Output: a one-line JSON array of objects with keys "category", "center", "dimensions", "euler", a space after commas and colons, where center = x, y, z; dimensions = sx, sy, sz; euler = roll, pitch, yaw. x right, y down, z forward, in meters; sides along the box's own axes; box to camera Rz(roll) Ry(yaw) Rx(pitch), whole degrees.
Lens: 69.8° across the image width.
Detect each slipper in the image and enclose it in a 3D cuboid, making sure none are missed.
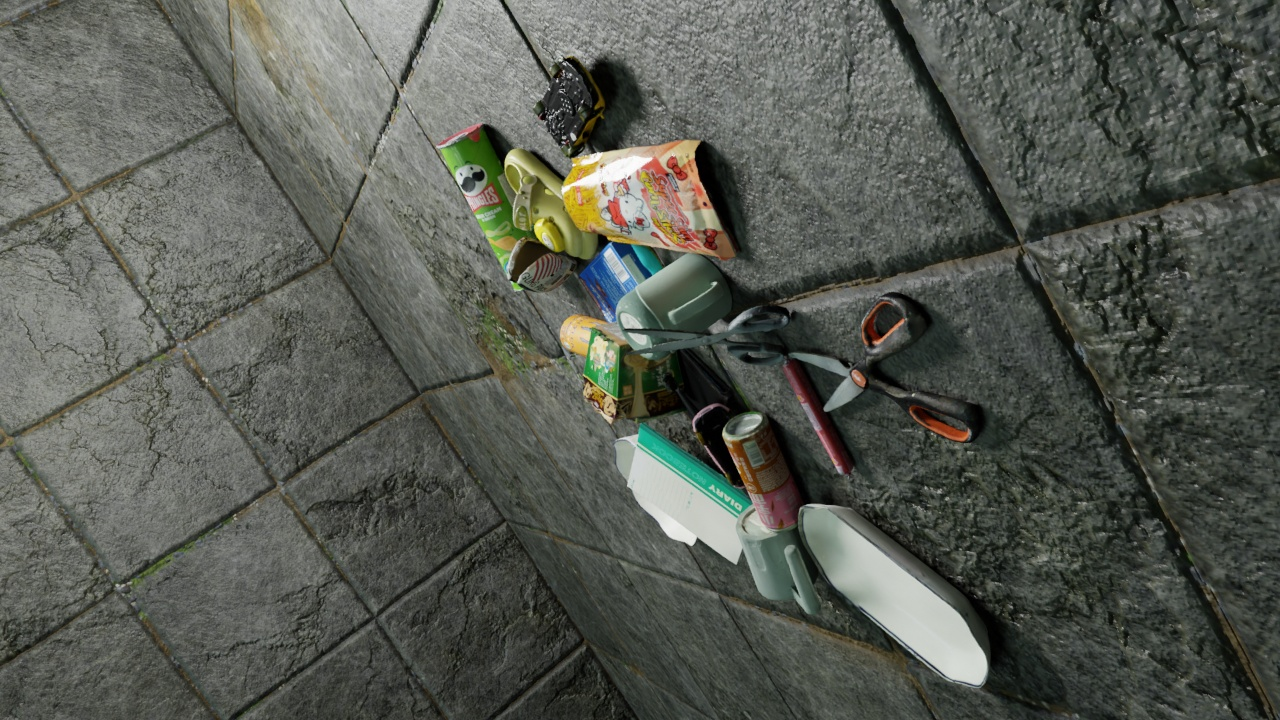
[{"category": "slipper", "center": [-0.130, -0.193, 1.182], "dimensions": [0.190, 0.081, 0.092], "euler": [48, 161, 23]}]

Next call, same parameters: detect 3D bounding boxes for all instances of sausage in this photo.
[{"category": "sausage", "center": [0.188, 0.061, 0.971], "dimensions": [0.156, 0.020, 0.020], "euler": [60, 158, -13]}]

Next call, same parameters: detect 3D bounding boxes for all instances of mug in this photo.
[{"category": "mug", "center": [0.040, -0.057, 0.988], "dimensions": [0.082, 0.106, 0.112], "euler": [61, 158, -12]}, {"category": "mug", "center": [0.182, 0.249, 1.165], "dimensions": [0.103, 0.083, 0.124], "euler": [67, 170, -25]}]

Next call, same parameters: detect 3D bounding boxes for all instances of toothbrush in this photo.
[{"category": "toothbrush", "center": [0.091, 0.097, 1.169], "dimensions": [0.026, 0.027, 0.212], "euler": [-19, 118, 40]}]

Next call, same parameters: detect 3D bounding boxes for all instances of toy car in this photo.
[{"category": "toy car", "center": [0.110, 0.105, 1.141], "dimensions": [0.122, 0.056, 0.037], "euler": [55, -172, -22]}, {"category": "toy car", "center": [-0.073, -0.274, 0.990], "dimensions": [0.071, 0.041, 0.156], "euler": [54, 160, 1]}]

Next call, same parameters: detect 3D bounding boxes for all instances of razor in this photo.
[{"category": "razor", "center": [0.024, -0.089, 1.080], "dimensions": [0.043, 0.028, 0.132], "euler": [-10, 119, 42]}]

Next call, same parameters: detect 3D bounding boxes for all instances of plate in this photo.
[{"category": "plate", "center": [0.034, 0.201, 1.468], "dimensions": [0.205, 0.045, 0.205], "euler": [45, 158, 24]}, {"category": "plate", "center": [0.285, 0.253, 1.031], "dimensions": [0.266, 0.034, 0.162], "euler": [37, 153, 38]}]

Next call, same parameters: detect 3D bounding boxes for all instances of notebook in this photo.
[{"category": "notebook", "center": [0.073, 0.193, 1.333], "dimensions": [0.209, 0.012, 0.151], "euler": [33, 139, 22]}]

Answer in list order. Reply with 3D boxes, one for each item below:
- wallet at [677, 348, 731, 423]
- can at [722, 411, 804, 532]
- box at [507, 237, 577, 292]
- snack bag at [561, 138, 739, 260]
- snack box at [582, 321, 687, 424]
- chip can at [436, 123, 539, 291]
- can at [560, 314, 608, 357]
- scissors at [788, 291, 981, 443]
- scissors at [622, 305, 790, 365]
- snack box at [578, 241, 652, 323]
[{"category": "wallet", "center": [0.077, 0.045, 1.184], "dimensions": [0.096, 0.020, 0.122], "euler": [45, 155, 24]}, {"category": "can", "center": [0.150, 0.135, 1.107], "dimensions": [0.058, 0.057, 0.147], "euler": [17, 137, 58]}, {"category": "box", "center": [-0.125, -0.117, 1.225], "dimensions": [0.079, 0.074, 0.163], "euler": [25, -175, 6]}, {"category": "snack bag", "center": [0.008, -0.169, 0.968], "dimensions": [0.208, 0.073, 0.129], "euler": [14, 135, 49]}, {"category": "snack box", "center": [-0.007, 0.007, 1.179], "dimensions": [0.118, 0.117, 0.106], "euler": [36, 132, 53]}, {"category": "chip can", "center": [-0.202, -0.215, 1.309], "dimensions": [0.072, 0.072, 0.236], "euler": [17, 138, 58]}, {"category": "can", "center": [-0.057, -0.028, 1.301], "dimensions": [0.146, 0.058, 0.058], "euler": [19, 139, 56]}, {"category": "scissors", "center": [0.218, 0.018, 0.840], "dimensions": [0.224, 0.021, 0.221], "euler": [42, 155, 27]}, {"category": "scissors", "center": [0.076, -0.021, 0.942], "dimensions": [0.171, 0.014, 0.160], "euler": [27, 135, -34]}, {"category": "snack box", "center": [-0.029, -0.099, 1.179], "dimensions": [0.084, 0.026, 0.157], "euler": [56, 159, -2]}]
